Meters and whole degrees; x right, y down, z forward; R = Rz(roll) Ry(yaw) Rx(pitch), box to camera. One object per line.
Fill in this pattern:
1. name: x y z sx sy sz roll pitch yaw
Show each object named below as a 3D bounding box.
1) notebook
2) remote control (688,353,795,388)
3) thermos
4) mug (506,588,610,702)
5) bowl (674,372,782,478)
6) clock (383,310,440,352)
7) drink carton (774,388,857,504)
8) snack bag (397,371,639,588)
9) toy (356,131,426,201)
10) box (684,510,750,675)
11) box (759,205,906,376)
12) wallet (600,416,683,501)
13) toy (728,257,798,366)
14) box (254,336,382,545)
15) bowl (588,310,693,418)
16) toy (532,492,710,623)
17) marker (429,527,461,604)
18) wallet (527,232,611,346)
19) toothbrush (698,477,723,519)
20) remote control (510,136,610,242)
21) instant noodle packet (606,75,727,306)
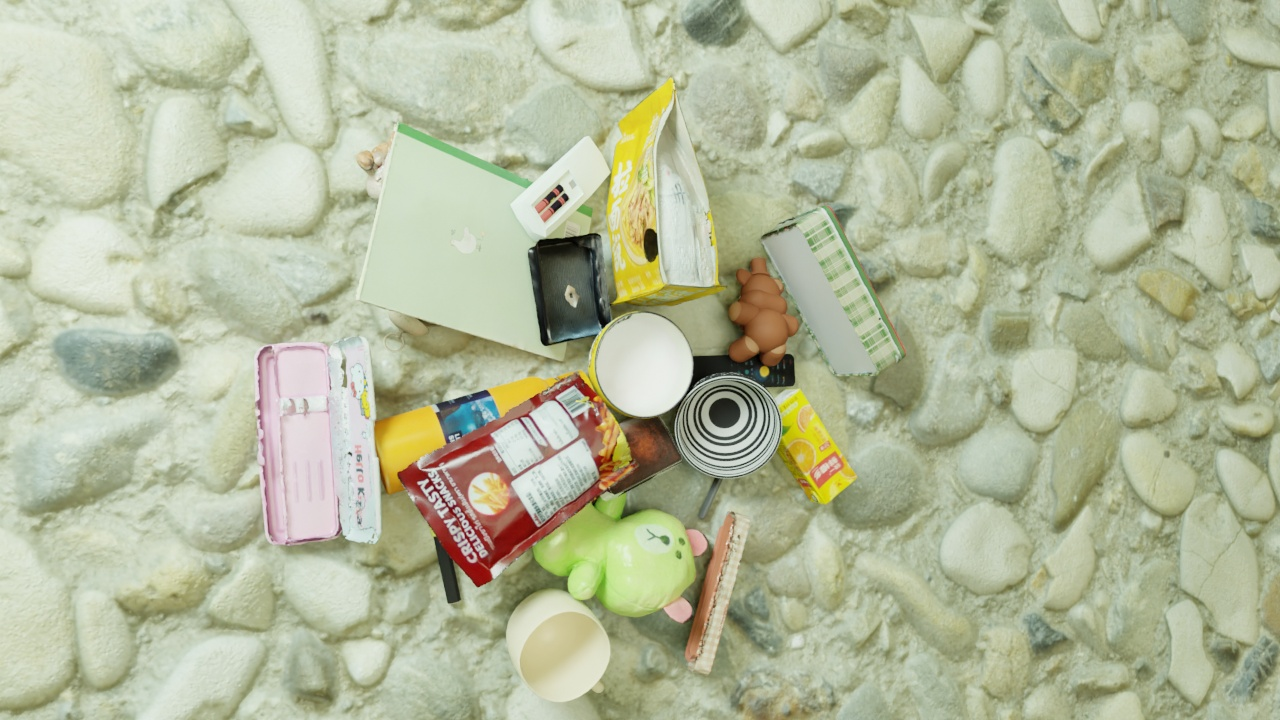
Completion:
1. notebook: -0.161 -0.115 0.958 0.252 0.010 0.181 17 81 -41
2. remote control: 0.117 0.014 1.096 0.151 0.020 0.041 -1 87 -21
3. thermos: -0.160 0.076 0.966 0.232 0.076 0.091 -17 122 -20
4. mug: -0.084 0.299 0.965 0.096 0.100 0.120 -43 108 -11
5. bowl: 0.099 0.068 1.054 0.120 0.066 0.120 0 103 1
6. clock: -0.224 -0.069 0.958 0.093 0.055 0.140 35 74 -16
7. drink carton: 0.199 0.104 1.109 0.058 0.043 0.134 -37 99 -15
8. snack bag: -0.114 0.110 0.905 0.207 0.067 0.139 -33 84 -21
9. toy: -0.247 -0.179 0.944 0.074 0.085 0.106 -9 99 1
10. box: 0.087 0.263 1.045 0.041 0.083 0.186 18 83 -7
11. box: 0.227 -0.078 1.091 0.051 0.118 0.205 -31 96 -14
12. wallet: -0.011 0.102 1.008 0.122 0.020 0.072 -21 74 -47
13. toy: 0.140 -0.060 1.089 0.094 0.065 0.127 13 59 -26
14. box: -0.312 0.080 0.913 0.146 0.077 0.201 -4 89 11
15. bowl: -0.006 0.006 1.025 0.117 0.068 0.117 1 87 -20
16. toy: -0.027 0.208 0.993 0.197 0.107 0.149 38 35 -17
17. marker: -0.209 0.195 0.967 0.017 0.021 0.124 -12 93 -20
18. wallet: -0.078 -0.079 1.007 0.089 0.026 0.115 -13 101 -40
19. toothbrush: 0.105 0.112 1.090 0.013 0.013 0.167 31 77 -24
20. remote control: -0.083 -0.189 1.004 0.143 0.024 0.049 -50 121 -32
21. instant noodle packet: 0.014 -0.173 0.992 0.084 0.163 0.221 -6 89 -19
